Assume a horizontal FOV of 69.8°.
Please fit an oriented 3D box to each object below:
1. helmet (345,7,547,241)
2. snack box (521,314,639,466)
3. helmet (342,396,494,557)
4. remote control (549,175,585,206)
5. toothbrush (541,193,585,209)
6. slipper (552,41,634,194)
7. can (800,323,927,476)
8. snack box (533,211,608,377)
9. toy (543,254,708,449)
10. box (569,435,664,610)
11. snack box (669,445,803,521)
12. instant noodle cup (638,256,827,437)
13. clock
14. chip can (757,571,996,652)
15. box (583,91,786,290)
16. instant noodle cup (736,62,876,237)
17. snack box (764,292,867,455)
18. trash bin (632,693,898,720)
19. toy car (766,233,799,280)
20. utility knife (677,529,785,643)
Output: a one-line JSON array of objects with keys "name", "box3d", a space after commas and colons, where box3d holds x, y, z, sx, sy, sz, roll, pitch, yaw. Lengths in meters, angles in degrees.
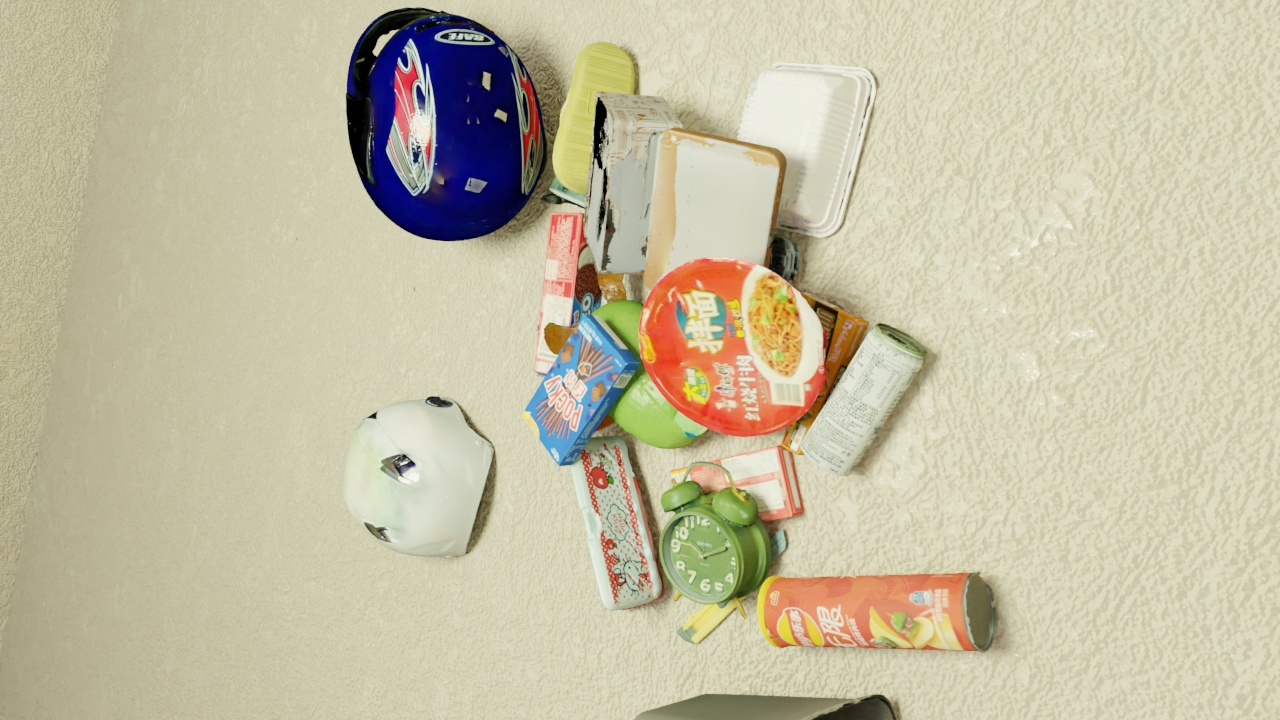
[{"name": "helmet", "box3d": [-0.244, -0.313, 1.165, 0.241, 0.246, 0.315, -5, 94, 59]}, {"name": "snack box", "box3d": [-0.070, 0.034, 1.028, 0.084, 0.026, 0.157, 49, 119, 30]}, {"name": "helmet", "box3d": [-0.342, 0.166, 1.309, 0.259, 0.145, 0.229, 34, 110, 37]}, {"name": "remote control", "box3d": [-0.055, -0.216, 1.144, 0.135, 0.019, 0.056, 30, 89, 38]}, {"name": "toothbrush", "box3d": [-0.058, -0.195, 1.159, 0.190, 0.016, 0.014, 18, 108, 39]}, {"name": "slipper", "box3d": [-0.057, -0.291, 1.124, 0.082, 0.091, 0.190, 168, 114, -73]}, {"name": "can", "box3d": [0.214, 0.039, 0.886, 0.058, 0.058, 0.147, 42, 115, 34]}, {"name": "snack box", "box3d": [-0.088, -0.080, 1.154, 0.058, 0.057, 0.207, 10, 95, 38]}, {"name": "toy", "box3d": [-0.006, 0.006, 1.055, 0.227, 0.090, 0.246, -44, 66, 13]}, {"name": "box", "box3d": [-0.044, 0.193, 1.079, 0.095, 0.101, 0.201, -27, 71, 36]}, {"name": "snack box", "box3d": [0.101, 0.143, 1.003, 0.153, 0.025, 0.075, -19, 77, 39]}, {"name": "instant noodle cup", "box3d": [0.098, -0.021, 0.915, 0.194, 0.065, 0.194, 12, 120, 22]}, {"name": "clock", "box3d": [0.075, 0.185, 0.971, 0.116, 0.056, 0.161, 3, 100, 37]}, {"name": "chip can", "box3d": [0.218, 0.239, 0.869, 0.217, 0.073, 0.073, -12, 81, 40]}, {"name": "box", "box3d": [0.025, -0.168, 0.970, 0.272, 0.130, 0.179, 37, 131, 41]}, {"name": "instant noodle cup", "box3d": [0.155, -0.223, 0.946, 0.138, 0.060, 0.173, 21, 103, 39]}, {"name": "snack box", "box3d": [0.169, 0.014, 0.947, 0.075, 0.026, 0.154, 32, 109, 36]}, {"name": "trash bin", "box3d": [0.115, 0.422, 0.886, 0.220, 0.198, 0.199, -12, 79, 48]}, {"name": "toy car", "box3d": [0.119, -0.109, 0.989, 0.121, 0.036, 0.054, 10, 98, 51]}, {"name": "utility knife", "box3d": [0.102, 0.253, 1.010, 0.031, 0.020, 0.196, 50, 115, 24]}]
